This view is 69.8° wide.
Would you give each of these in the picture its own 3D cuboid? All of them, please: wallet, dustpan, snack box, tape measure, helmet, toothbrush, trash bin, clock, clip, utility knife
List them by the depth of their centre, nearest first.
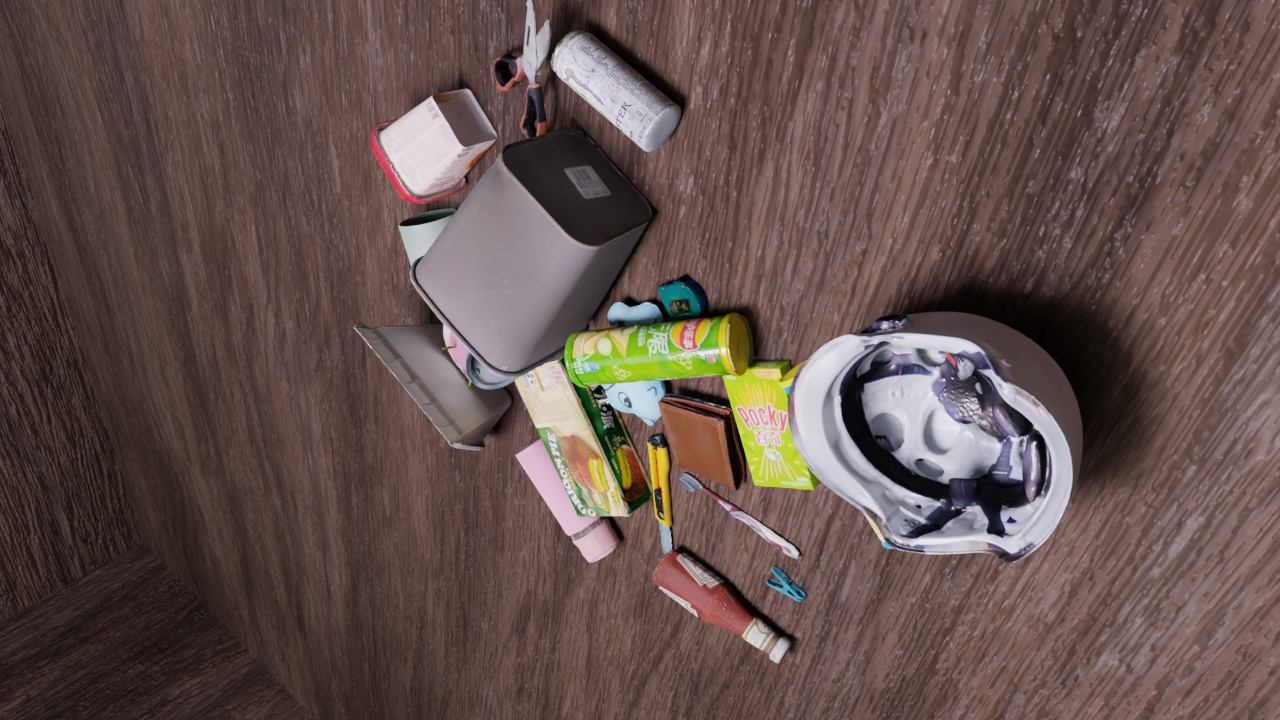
[{"bbox_3d":[0.279,0.050,0.839,0.259,0.145,0.229,4,117,48],"label":"helmet"},{"bbox_3d":[0.152,0.075,1.066,0.086,0.026,0.156,-1,114,43],"label":"snack box"},{"bbox_3d":[0.050,-0.068,1.073,0.055,0.025,0.058,-14,106,48],"label":"tape measure"},{"bbox_3d":[-0.120,-0.134,1.081,0.199,0.198,0.220,48,131,7],"label":"trash bin"},{"bbox_3d":[0.076,0.100,1.141,0.101,0.032,0.125,16,136,37],"label":"wallet"},{"bbox_3d":[0.124,0.200,1.179,0.187,0.017,0.016,33,135,25],"label":"toothbrush"},{"bbox_3d":[0.188,0.291,1.181,0.055,0.013,0.034,30,134,26],"label":"clip"},{"bbox_3d":[-0.182,-0.038,1.215,0.060,0.158,0.117,36,161,36],"label":"clock"},{"bbox_3d":[0.030,0.193,1.266,0.033,0.015,0.218,19,127,38],"label":"utility knife"},{"bbox_3d":[-0.081,0.102,1.278,0.115,0.063,0.240,-12,106,47],"label":"snack box"},{"bbox_3d":[-0.314,0.055,1.377,0.222,0.257,0.143,49,115,8],"label":"dustpan"}]

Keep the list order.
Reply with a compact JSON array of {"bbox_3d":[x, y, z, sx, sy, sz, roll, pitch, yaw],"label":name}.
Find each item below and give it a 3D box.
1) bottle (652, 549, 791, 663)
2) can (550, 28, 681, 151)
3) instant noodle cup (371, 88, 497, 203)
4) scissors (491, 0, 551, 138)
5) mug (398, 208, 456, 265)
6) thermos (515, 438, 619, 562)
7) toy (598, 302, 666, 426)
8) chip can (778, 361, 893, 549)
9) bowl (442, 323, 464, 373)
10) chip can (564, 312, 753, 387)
[{"bbox_3d":[0.111,0.336,1.250,0.206,0.059,0.060,32,134,22],"label":"bottle"},{"bbox_3d":[-0.026,-0.288,0.979,0.147,0.058,0.058,43,137,14],"label":"can"},{"bbox_3d":[-0.260,-0.279,1.176,0.124,0.116,0.116,-27,96,38],"label":"instant noodle cup"},{"bbox_3d":[-0.131,-0.330,1.038,0.213,0.015,0.198,36,150,47],"label":"scissors"},{"bbox_3d":[-0.272,-0.154,1.292,0.112,0.082,0.106,-8,112,13],"label":"mug"},{"bbox_3d":[-0.107,0.206,1.376,0.198,0.067,0.087,56,171,-2],"label":"thermos"},{"bbox_3d":[-0.007,0.007,1.156,0.157,0.049,0.161,-27,98,41],"label":"toy"},{"bbox_3d":[0.231,0.092,0.969,0.071,0.071,0.210,-30,93,49],"label":"chip can"},{"bbox_3d":[-0.223,-0.032,1.326,0.116,0.066,0.117,23,128,33],"label":"bowl"},{"bbox_3d":[0.016,-0.010,1.067,0.222,0.072,0.072,-5,112,29],"label":"chip can"}]
